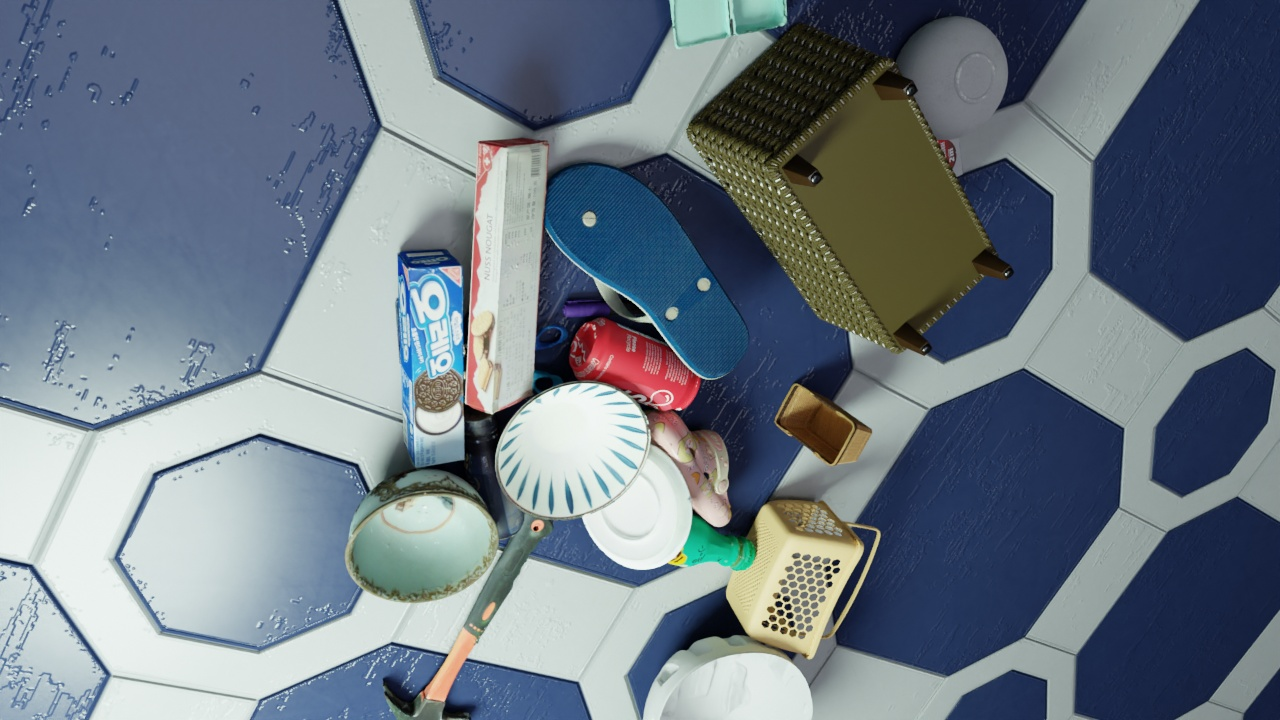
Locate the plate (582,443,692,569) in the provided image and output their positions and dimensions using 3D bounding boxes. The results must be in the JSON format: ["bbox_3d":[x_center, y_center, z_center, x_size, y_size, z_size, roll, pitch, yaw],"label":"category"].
[{"bbox_3d":[-0.011,0.169,1.078,0.014,0.157,0.157,-10,123,-58],"label":"plate"}]

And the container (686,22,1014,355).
[{"bbox_3d":[0.237,-0.168,0.983,0.176,0.205,0.321,-43,122,0],"label":"container"}]

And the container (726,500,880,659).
[{"bbox_3d":[0.226,0.291,1.240,0.167,0.129,0.184,13,107,-20],"label":"container"}]

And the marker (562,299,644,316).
[{"bbox_3d":[-0.023,-0.061,1.036,0.133,0.015,0.018,-4,102,-22],"label":"marker"}]

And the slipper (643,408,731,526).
[{"bbox_3d":[0.071,0.123,1.123,0.081,0.093,0.197,-41,124,-13],"label":"slipper"}]

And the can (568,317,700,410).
[{"bbox_3d":[-0.006,0.006,1.039,0.142,0.074,0.074,22,103,-30],"label":"can"}]

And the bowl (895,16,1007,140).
[{"bbox_3d":[0.358,-0.318,1.037,0.131,0.064,0.132,-6,107,-19],"label":"bowl"}]

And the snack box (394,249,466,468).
[{"bbox_3d":[-0.218,0.000,0.956,0.059,0.059,0.227,-7,115,-24],"label":"snack box"}]

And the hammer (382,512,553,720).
[{"bbox_3d":[-0.201,0.321,1.133,0.133,0.033,0.333,25,101,-30],"label":"hammer"}]

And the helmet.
[{"bbox_3d":[0.109,0.486,1.243,0.224,0.183,0.283,-7,129,-16],"label":"helmet"}]

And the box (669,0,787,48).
[{"bbox_3d":[0.080,-0.415,0.905,0.136,0.033,0.187,-16,118,-16],"label":"box"}]

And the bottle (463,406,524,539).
[{"bbox_3d":[-0.169,0.126,1.037,0.056,0.056,0.161,-16,119,-16],"label":"bottle"}]

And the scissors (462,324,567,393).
[{"bbox_3d":[-0.138,-0.011,1.015,0.133,0.015,0.104,17,109,-24],"label":"scissors"}]

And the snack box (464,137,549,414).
[{"bbox_3d":[-0.137,-0.085,0.930,0.076,0.044,0.273,-28,128,-57],"label":"snack box"}]

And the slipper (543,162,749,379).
[{"bbox_3d":[0.009,-0.099,1.002,0.118,0.060,0.295,-46,109,-6],"label":"slipper"}]

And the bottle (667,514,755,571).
[{"bbox_3d":[0.056,0.229,1.174,0.209,0.068,0.068,20,104,-29],"label":"bottle"}]

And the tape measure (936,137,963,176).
[{"bbox_3d":[0.357,-0.246,1.107,0.062,0.020,0.060,-23,115,-13],"label":"tape measure"}]

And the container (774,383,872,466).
[{"bbox_3d":[0.236,0.084,1.164,0.061,0.114,0.063,13,108,-41],"label":"container"}]

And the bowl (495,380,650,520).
[{"bbox_3d":[-0.084,0.087,1.033,0.177,0.071,0.177,-10,119,-18],"label":"bowl"}]

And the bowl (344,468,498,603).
[{"bbox_3d":[-0.240,0.175,1.001,0.159,0.093,0.160,-9,126,-13],"label":"bowl"}]
